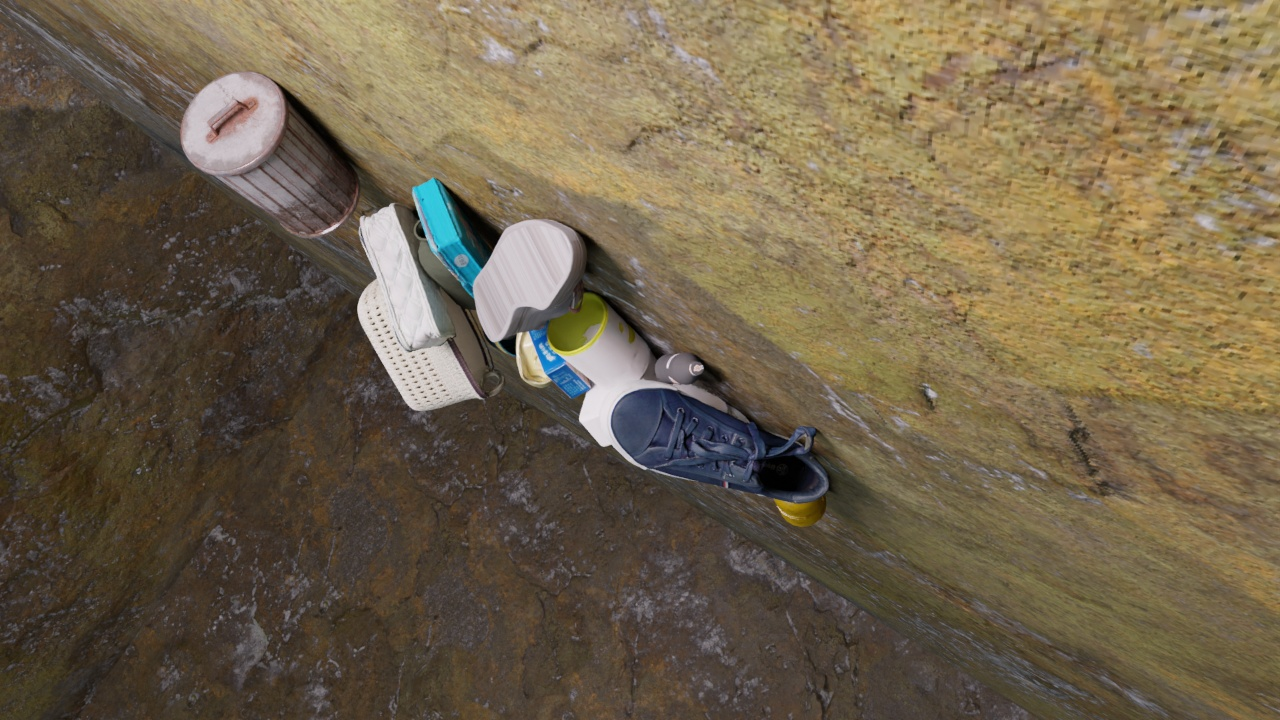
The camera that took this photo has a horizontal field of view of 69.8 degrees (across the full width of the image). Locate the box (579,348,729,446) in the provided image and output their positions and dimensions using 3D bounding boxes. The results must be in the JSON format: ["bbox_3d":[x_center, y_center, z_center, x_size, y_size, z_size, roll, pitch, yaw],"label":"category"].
[{"bbox_3d":[0.019,0.048,1.146,0.189,0.111,0.101,-4,128,15],"label":"box"}]

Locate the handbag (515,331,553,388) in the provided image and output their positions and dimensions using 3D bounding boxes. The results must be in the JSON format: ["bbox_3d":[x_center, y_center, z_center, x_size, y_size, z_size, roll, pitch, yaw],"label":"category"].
[{"bbox_3d":[-0.136,-0.018,1.293,0.081,0.111,0.119,13,175,-10],"label":"handbag"}]

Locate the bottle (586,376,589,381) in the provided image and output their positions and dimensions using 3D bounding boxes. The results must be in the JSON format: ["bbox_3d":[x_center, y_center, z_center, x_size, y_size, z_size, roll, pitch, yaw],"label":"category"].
[{"bbox_3d":[-0.083,0.005,1.377,0.062,0.062,0.177,34,170,-4],"label":"bottle"}]

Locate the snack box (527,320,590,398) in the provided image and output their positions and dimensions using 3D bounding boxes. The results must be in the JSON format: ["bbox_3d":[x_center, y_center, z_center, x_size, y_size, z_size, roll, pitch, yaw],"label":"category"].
[{"bbox_3d":[-0.116,-0.034,1.158,0.154,0.033,0.088,66,-173,27],"label":"snack box"}]

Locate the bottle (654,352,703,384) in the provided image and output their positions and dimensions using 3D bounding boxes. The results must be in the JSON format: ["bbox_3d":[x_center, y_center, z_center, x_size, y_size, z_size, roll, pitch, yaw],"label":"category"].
[{"bbox_3d":[0.047,0.010,1.059,0.036,0.036,0.110,35,170,-13],"label":"bottle"}]

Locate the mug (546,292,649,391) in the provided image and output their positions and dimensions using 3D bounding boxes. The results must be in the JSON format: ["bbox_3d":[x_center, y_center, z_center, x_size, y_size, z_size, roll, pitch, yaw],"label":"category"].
[{"bbox_3d":[-0.049,-0.020,1.090,0.083,0.082,0.106,25,168,40],"label":"mug"}]

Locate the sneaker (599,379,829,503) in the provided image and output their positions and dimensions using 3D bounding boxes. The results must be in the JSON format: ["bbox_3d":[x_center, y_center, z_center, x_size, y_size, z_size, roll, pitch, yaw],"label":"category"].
[{"bbox_3d":[0.097,0.100,1.053,0.294,0.121,0.127,21,-178,-20],"label":"sneaker"}]

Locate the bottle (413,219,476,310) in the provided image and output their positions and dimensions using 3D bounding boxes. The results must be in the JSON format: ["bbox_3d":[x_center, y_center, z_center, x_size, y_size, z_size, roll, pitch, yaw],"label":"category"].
[{"bbox_3d":[-0.248,-0.132,1.214,0.071,0.071,0.207,31,170,15],"label":"bottle"}]

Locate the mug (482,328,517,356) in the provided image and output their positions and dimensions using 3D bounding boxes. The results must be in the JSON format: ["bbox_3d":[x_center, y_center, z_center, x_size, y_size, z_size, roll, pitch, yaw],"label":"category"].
[{"bbox_3d":[-0.182,-0.041,1.415,0.113,0.083,0.107,31,172,-22],"label":"mug"}]

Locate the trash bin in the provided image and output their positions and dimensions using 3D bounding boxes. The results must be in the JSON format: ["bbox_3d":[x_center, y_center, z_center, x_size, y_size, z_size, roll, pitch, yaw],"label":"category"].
[{"bbox_3d":[-0.448,-0.248,1.123,0.131,0.130,0.211,30,171,17],"label":"trash bin"}]

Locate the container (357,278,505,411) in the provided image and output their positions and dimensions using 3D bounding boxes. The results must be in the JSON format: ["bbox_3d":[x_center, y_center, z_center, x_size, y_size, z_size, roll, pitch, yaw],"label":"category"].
[{"bbox_3d":[-0.327,-0.042,1.428,0.184,0.143,0.252,-105,-8,-66],"label":"container"}]

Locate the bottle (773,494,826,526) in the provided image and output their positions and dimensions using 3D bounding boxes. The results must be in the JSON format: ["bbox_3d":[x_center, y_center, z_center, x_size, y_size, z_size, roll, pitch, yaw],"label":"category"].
[{"bbox_3d":[0.216,0.178,1.254,0.071,0.071,0.164,29,170,22],"label":"bottle"}]

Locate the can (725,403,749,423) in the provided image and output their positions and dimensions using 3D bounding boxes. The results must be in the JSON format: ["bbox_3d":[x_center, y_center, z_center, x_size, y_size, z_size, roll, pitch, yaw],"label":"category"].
[{"bbox_3d":[0.106,0.099,1.203,0.086,0.043,0.086,30,146,23],"label":"can"}]

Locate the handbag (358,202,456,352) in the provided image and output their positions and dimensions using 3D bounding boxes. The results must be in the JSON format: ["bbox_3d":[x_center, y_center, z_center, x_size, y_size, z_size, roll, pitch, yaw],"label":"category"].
[{"bbox_3d":[-0.317,-0.110,1.240,0.139,0.072,0.195,-69,-40,-88],"label":"handbag"}]

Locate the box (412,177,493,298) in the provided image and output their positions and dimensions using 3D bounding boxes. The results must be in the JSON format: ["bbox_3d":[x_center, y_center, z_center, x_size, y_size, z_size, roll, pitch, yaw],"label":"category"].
[{"bbox_3d":[-0.202,-0.121,1.095,0.227,0.039,0.094,61,-175,-67],"label":"box"}]

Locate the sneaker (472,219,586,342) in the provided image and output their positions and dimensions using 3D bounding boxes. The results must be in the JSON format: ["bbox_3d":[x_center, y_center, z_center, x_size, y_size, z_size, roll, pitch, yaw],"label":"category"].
[{"bbox_3d":[-0.096,-0.088,0.954,0.237,0.089,0.099,-28,85,58],"label":"sneaker"}]
